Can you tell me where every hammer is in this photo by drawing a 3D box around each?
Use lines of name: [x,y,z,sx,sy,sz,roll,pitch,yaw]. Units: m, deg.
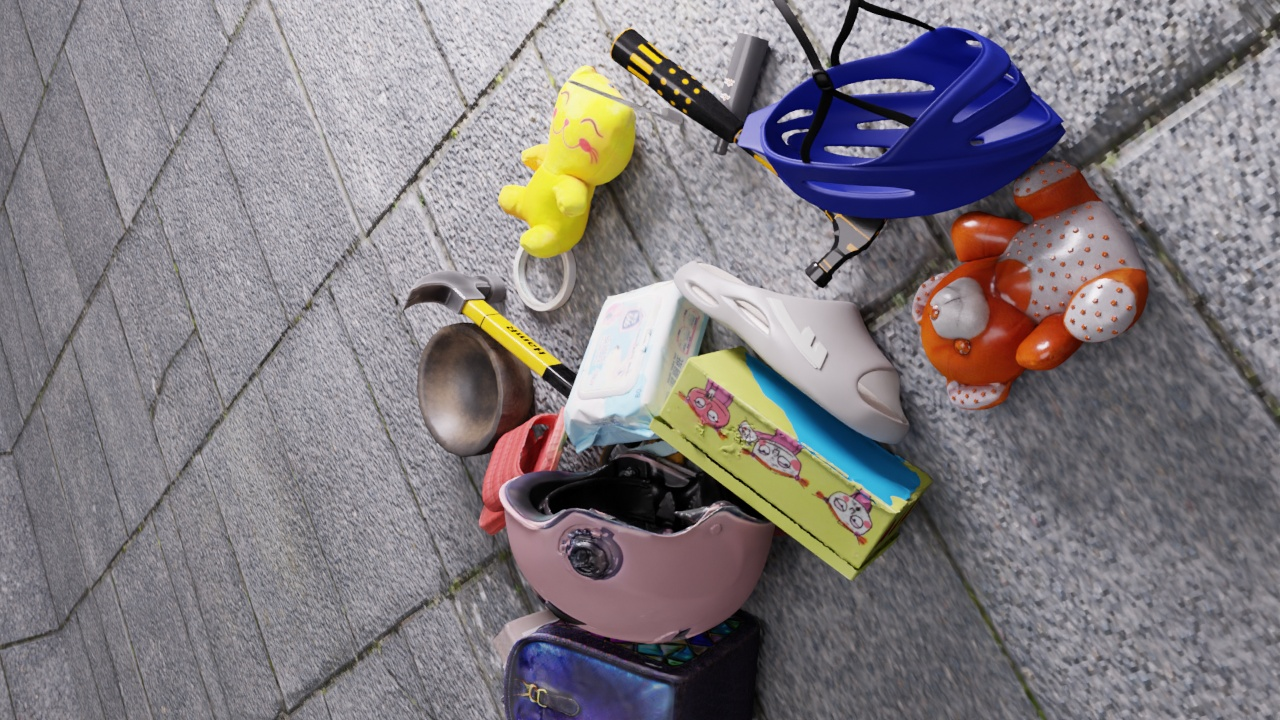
hammer: [-0.121,-0.005,1.015,0.324,0.169,0.034,37,112,22]
hammer: [0.093,-0.211,0.851,0.320,0.036,0.123,43,108,17]

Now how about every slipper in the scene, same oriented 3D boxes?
slipper: [-0.145,0.126,1.043,0.250,0.059,0.103,-47,21,47]
slipper: [0.142,-0.034,0.822,0.266,0.112,0.081,42,107,35]

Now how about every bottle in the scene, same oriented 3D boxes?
bottle: [0.092,-0.254,0.883,0.030,0.030,0.113,29,111,35]

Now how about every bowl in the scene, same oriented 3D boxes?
bowl: [-0.196,0.034,1.120,0.162,0.070,0.162,4,96,39]

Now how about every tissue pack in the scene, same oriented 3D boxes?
tissue pack: [-0.005,0.005,0.914,0.112,0.070,0.181,-8,51,39]
tissue pack: [-0.097,0.379,1.047,0.071,0.103,0.181,-48,66,34]

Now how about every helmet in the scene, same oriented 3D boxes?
helmet: [-0.005,0.173,0.855,0.255,0.230,0.152,3,100,2]
helmet: [0.181,-0.211,0.692,0.242,0.228,0.147,-2,49,29]

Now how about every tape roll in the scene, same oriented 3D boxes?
tape roll: [-0.113,-0.104,1.077,0.093,0.013,0.093,4,97,39]

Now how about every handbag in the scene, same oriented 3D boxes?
handbag: [-0.013,0.306,0.910,0.222,0.204,0.125,9,99,33]

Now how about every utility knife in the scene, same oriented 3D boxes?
utility knife: [0.070,0.076,0.927,0.219,0.019,0.030,-21,79,35]

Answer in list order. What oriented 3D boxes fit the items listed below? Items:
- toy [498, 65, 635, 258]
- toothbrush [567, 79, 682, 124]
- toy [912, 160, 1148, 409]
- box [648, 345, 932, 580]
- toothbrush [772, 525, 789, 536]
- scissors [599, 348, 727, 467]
toy: [-0.067,-0.205,0.986,0.194,0.087,0.134,-58,42,23]
toothbrush: [-0.011,-0.248,0.871,0.010,0.181,0.010,0,90,35]
toy: [0.284,-0.050,0.700,0.173,0.092,0.163,-42,46,38]
box: [0.133,0.083,0.804,0.221,0.124,0.082,38,114,20]
toothbrush: [0.124,0.168,0.903,0.185,0.015,0.015,-9,82,38]
scissors: [0.028,0.067,0.972,0.134,0.016,0.228,41,117,29]
